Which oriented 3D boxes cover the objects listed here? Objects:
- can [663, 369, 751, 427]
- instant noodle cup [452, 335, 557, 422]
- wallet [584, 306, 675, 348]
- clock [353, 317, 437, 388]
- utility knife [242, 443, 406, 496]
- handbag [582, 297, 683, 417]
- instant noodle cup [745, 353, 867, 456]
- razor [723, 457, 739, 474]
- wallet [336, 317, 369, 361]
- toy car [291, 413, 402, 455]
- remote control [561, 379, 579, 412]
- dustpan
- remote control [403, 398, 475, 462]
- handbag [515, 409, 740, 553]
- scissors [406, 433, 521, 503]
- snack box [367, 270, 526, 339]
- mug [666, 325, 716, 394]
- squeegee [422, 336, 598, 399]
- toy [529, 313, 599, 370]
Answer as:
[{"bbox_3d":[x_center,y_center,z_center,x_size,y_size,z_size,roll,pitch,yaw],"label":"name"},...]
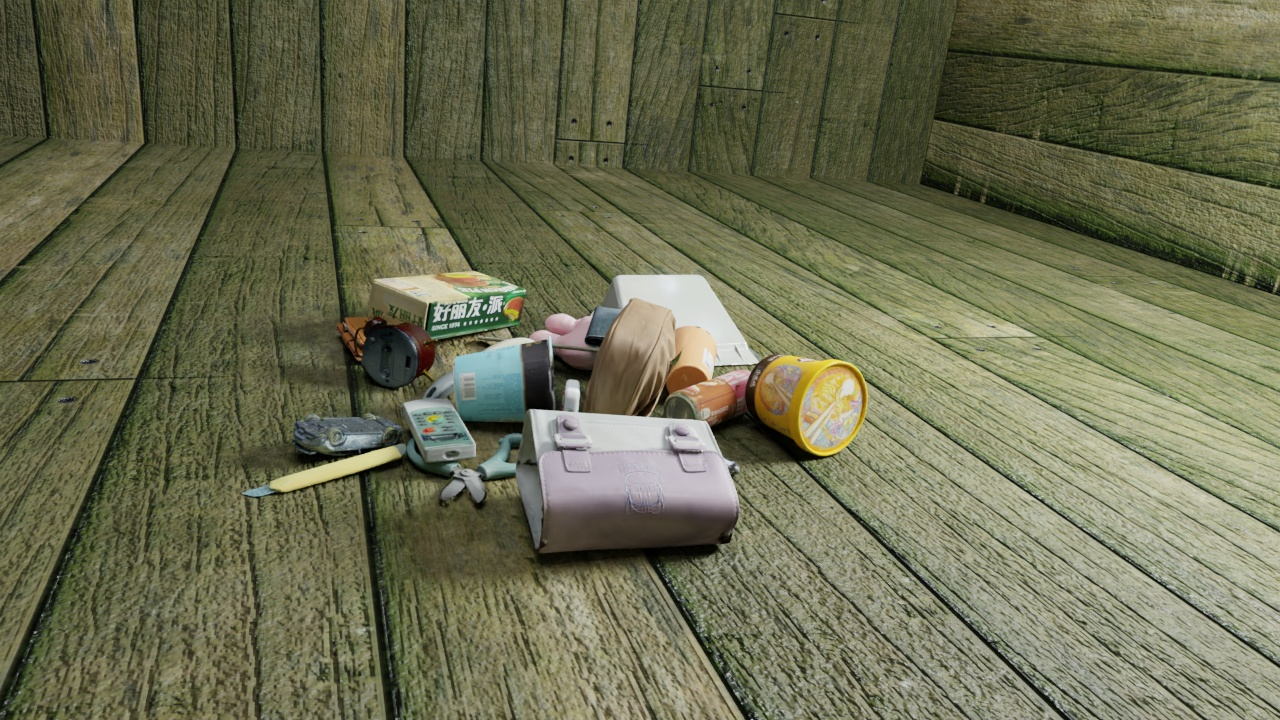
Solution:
[{"bbox_3d":[0.095,0.053,1.177,0.058,0.058,0.147,22,25,36],"label":"can"},{"bbox_3d":[-0.164,0.030,1.113,0.120,0.111,0.111,-5,21,-5],"label":"instant noodle cup"},{"bbox_3d":[-0.013,-0.045,1.296,0.121,0.019,0.097,7,32,4],"label":"wallet"},{"bbox_3d":[-0.325,-0.012,1.198,0.122,0.082,0.055,13,17,16],"label":"clock"},{"bbox_3d":[-0.320,0.113,0.950,0.174,0.019,0.031,-10,21,-39],"label":"utility knife"},{"bbox_3d":[-0.007,0.007,1.150,0.100,0.148,0.204,20,22,3],"label":"handbag"},{"bbox_3d":[0.203,0.048,1.152,0.118,0.118,0.114,-7,16,-32],"label":"instant noodle cup"},{"bbox_3d":[0.059,0.102,1.086,0.143,0.022,0.042,23,28,37],"label":"razor"},{"bbox_3d":[-0.369,-0.032,1.314,0.107,0.031,0.132,-2,21,-31],"label":"wallet"},{"bbox_3d":[-0.321,0.082,1.010,0.054,0.037,0.120,22,15,38],"label":"toy car"},{"bbox_3d":[-0.083,0.056,1.078,0.020,0.056,0.136,5,5,-4],"label":"remote control"},{"bbox_3d":[0.034,-0.044,1.499,0.222,0.143,0.257,-3,51,-23],"label":"dustpan"},{"bbox_3d":[-0.226,0.075,1.024,0.056,0.019,0.135,-4,22,-23],"label":"remote control"},{"bbox_3d":[-0.015,0.118,0.904,0.196,0.099,0.144,4,34,-19],"label":"handbag"},{"bbox_3d":[-0.199,0.109,0.997,0.177,0.019,0.174,13,22,16],"label":"scissors"},{"bbox_3d":[-0.288,-0.088,1.394,0.114,0.063,0.239,20,17,23],"label":"snack box"},{"bbox_3d":[0.068,0.009,1.271,0.078,0.078,0.122,6,23,1],"label":"mug"},{"bbox_3d":[-0.204,0.002,1.228,0.247,0.039,0.245,7,23,33],"label":"squeegee"},{"bbox_3d":[-0.081,-0.033,1.352,0.160,0.054,0.121,12,40,27],"label":"toy"}]
